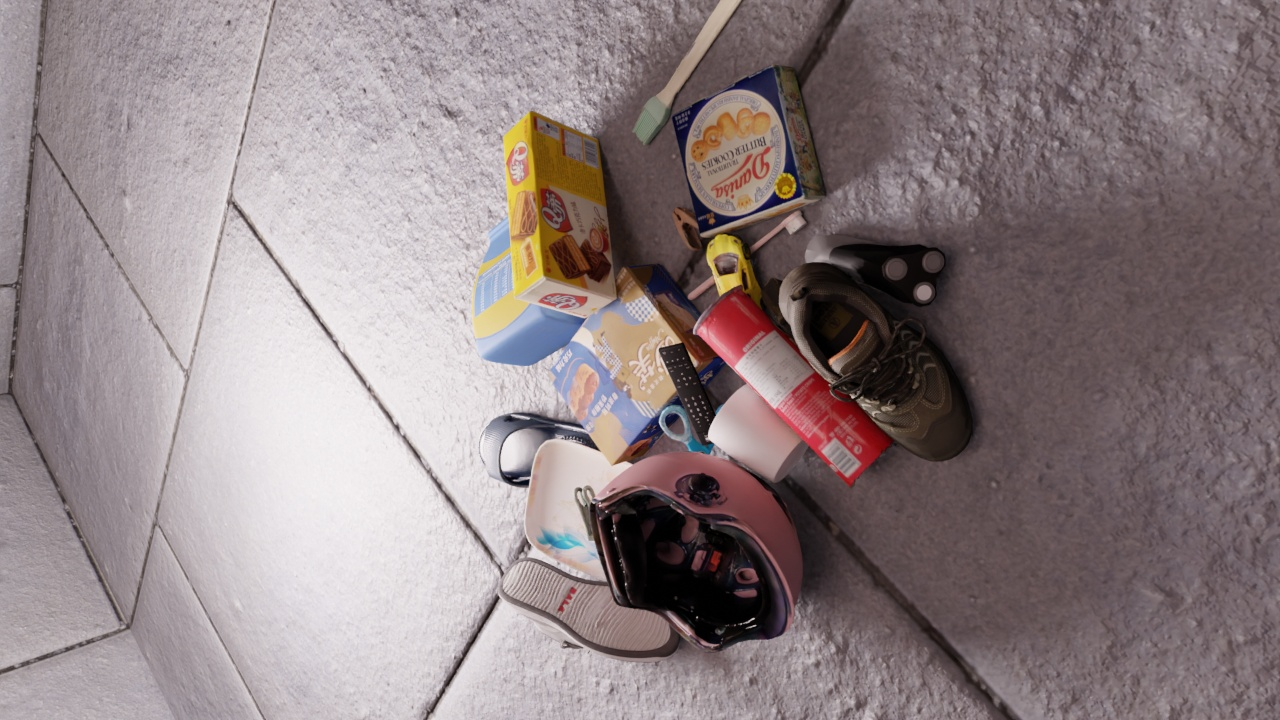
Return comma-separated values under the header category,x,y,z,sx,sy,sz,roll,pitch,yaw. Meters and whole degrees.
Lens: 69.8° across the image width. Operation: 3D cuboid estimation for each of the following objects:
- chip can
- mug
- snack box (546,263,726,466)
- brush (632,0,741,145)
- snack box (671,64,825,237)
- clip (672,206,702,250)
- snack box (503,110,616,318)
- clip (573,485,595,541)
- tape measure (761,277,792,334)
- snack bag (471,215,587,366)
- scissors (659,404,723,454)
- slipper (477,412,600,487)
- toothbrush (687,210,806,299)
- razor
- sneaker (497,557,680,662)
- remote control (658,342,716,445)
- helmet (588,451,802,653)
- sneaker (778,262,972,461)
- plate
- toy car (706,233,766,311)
category,x,y,z,sx,sy,sz,roll,pitch,yaw
chip can,0.161,0.026,0.960,0.233,0.073,0.073,46,126,14
mug,0.144,0.069,1.012,0.087,0.081,0.114,38,91,22
snack box,-0.007,0.007,1.128,0.155,0.069,0.203,53,128,19
brush,0.055,-0.337,1.042,0.033,0.012,0.218,53,126,21
snack box,0.114,-0.223,0.992,0.145,0.042,0.145,-15,88,43
clip,0.057,-0.152,1.071,0.060,0.024,0.040,42,122,39
snack box,-0.099,-0.174,1.097,0.062,0.110,0.230,-29,59,41
clip,-0.070,0.200,1.197,0.049,0.023,0.078,-28,98,27
tape measure,0.165,-0.055,0.967,0.037,0.064,0.065,-52,31,27
snack bag,-0.148,-0.115,1.219,0.159,0.102,0.205,-29,63,41
scissors,0.083,0.104,1.090,0.114,0.013,0.140,-17,113,6
slipper,-0.156,0.129,1.278,0.264,0.082,0.101,-1,96,41
toothbrush,0.116,-0.112,1.032,0.182,0.015,0.018,-35,81,40
razor,0.227,-0.096,0.914,0.156,0.060,0.057,26,105,56
sneaker,-0.065,0.359,1.245,0.263,0.096,0.129,13,144,25
remote control,0.060,0.040,1.040,0.030,0.009,0.140,-13,120,22
helmet,0.075,0.203,1.032,0.256,0.152,0.230,7,125,35
sneaker,0.223,0.002,0.846,0.238,0.142,0.101,45,104,2
plate,-0.062,0.200,1.217,0.187,0.016,0.187,19,115,16
toy car,0.105,-0.090,1.021,0.049,0.030,0.107,-10,108,36
